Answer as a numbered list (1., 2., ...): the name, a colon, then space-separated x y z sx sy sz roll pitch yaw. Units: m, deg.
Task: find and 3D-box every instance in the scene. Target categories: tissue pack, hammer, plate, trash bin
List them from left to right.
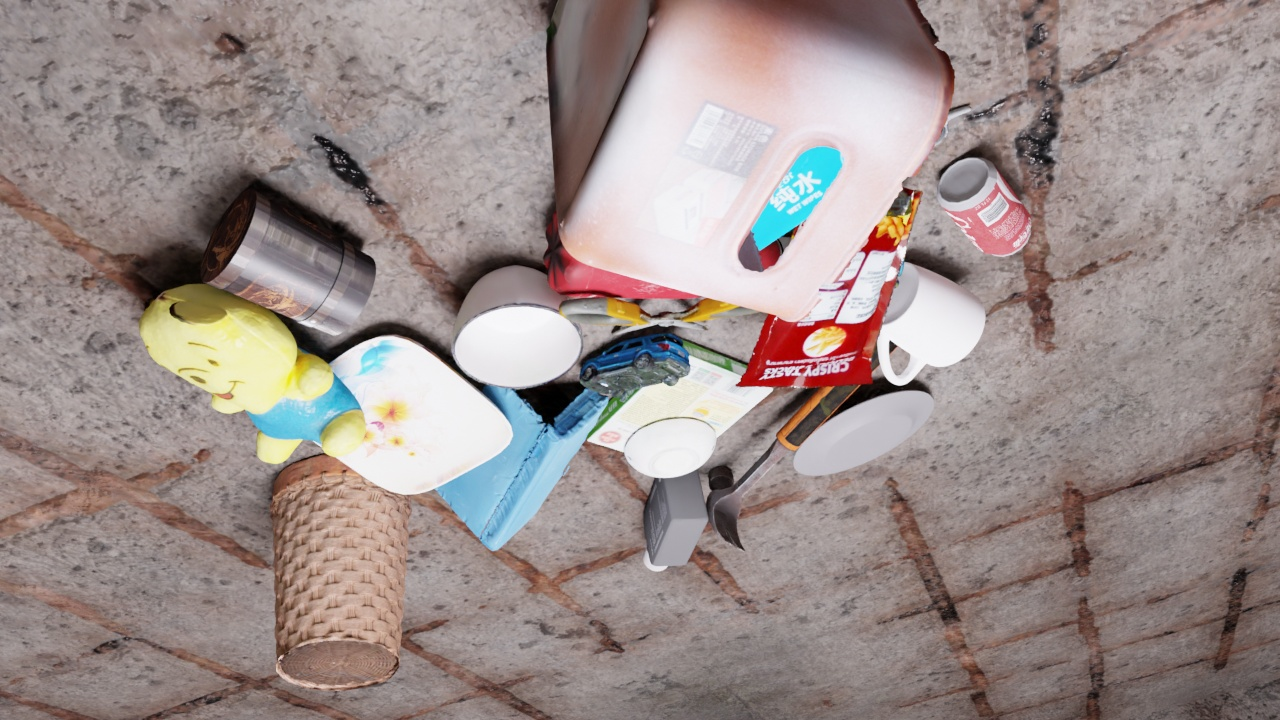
1. trash bin: -0.324 0.225 0.980 0.151 0.209 0.151 -6 140 -5
2. plate: -0.240 0.056 0.919 0.187 0.016 0.187 -29 125 25
3. plate: 0.036 0.105 1.017 0.104 0.026 0.104 -7 142 -6
4. trash bin: 0.040 -0.177 0.548 0.157 0.259 0.182 12 136 -20
5. tissue pack: 0.101 -0.153 0.697 0.210 0.116 0.066 -35 131 27
6. hammer: 0.176 0.082 1.008 0.035 0.137 0.315 30 119 -16
7. plate: 0.264 0.092 1.077 0.178 0.012 0.179 -16 149 -10

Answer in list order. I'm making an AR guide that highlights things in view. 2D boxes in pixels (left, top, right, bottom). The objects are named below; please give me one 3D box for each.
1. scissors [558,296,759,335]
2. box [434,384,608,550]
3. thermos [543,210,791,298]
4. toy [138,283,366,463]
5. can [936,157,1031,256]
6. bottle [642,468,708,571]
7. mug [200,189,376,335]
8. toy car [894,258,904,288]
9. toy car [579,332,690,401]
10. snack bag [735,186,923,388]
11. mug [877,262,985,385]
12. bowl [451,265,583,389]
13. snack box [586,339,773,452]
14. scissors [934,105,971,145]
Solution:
1. scissors: 0.017 -0.040 0.803 0.228 0.016 0.226 1 172 -36
2. box: -0.139 0.096 1.008 0.112 0.094 0.232 41 133 8
3. thermos: 0.039 -0.089 0.792 0.239 0.073 0.073 0 140 -24
4. toy: -0.335 0.007 0.795 0.149 0.083 0.214 -5 140 30
5. can: 0.307 -0.134 0.814 0.054 0.054 0.096 -34 135 26
6. bottle: 0.036 0.206 1.139 0.046 0.083 0.174 0 140 -13
7. mug: -0.291 -0.073 0.745 0.116 0.079 0.107 -7 153 44
8. toy car: 0.210 -0.070 0.875 0.032 0.048 0.106 12 137 -22
9. toy car: -0.005 0.005 0.912 0.120 0.043 0.056 -16 149 35
10. snack bag: 0.171 -0.053 0.810 0.138 0.066 0.208 -6 128 -19
11. mug: 0.265 -0.033 0.894 0.087 0.081 0.114 25 99 -28
12. bowl: -0.112 -0.034 0.829 0.116 0.065 0.116 -6 141 -5
13. snack box: 0.040 0.051 0.996 0.131 0.027 0.168 20 132 -31
14. scissors: 0.211 -0.159 0.794 0.147 0.014 0.142 -13 138 2
